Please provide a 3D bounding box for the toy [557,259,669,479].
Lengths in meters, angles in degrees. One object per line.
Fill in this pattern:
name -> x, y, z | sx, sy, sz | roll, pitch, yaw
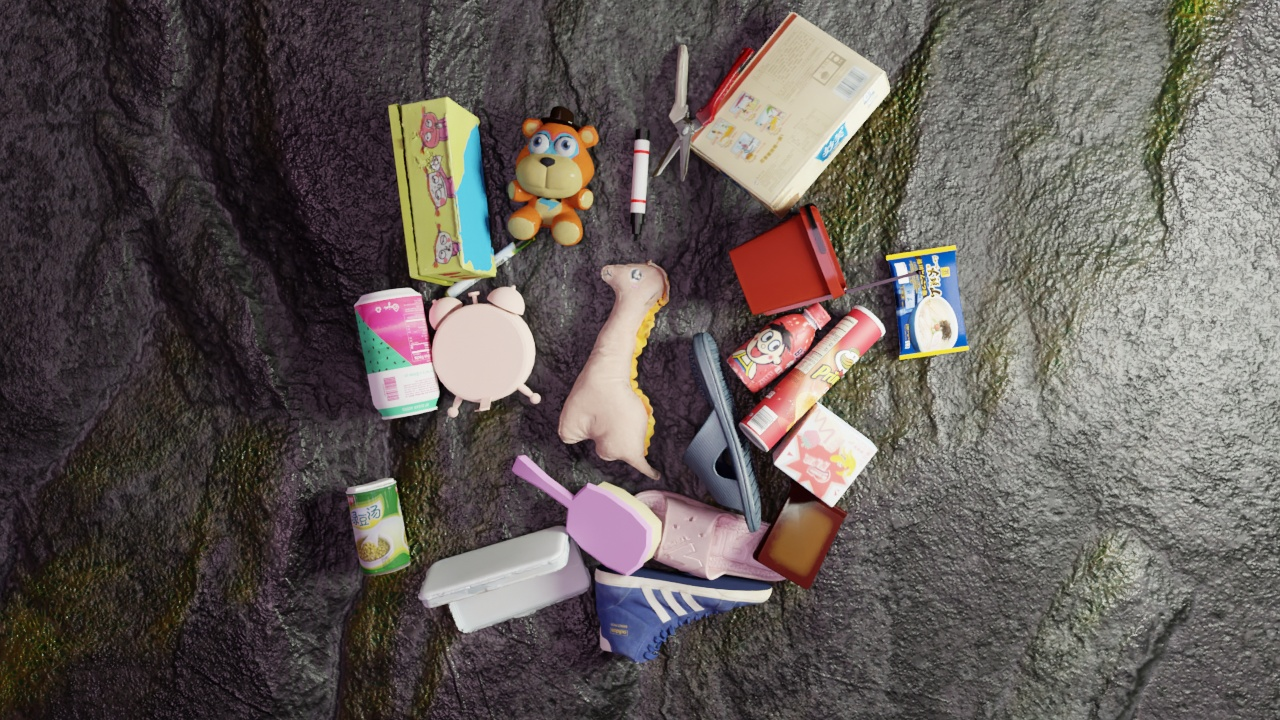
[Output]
toy -> -0.007, 0.007, 1.210 | 0.196, 0.065, 0.264 | 27, 90, -4

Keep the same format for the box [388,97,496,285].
box -> -0.252, -0.212, 1.181 | 0.083, 0.124, 0.221 | -5, 91, 12

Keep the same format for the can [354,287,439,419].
can -> -0.324, -0.010, 1.227 | 0.088, 0.088, 0.166 | -10, 92, 7

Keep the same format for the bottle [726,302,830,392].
bottle -> 0.181, -0.022, 1.179 | 0.138, 0.062, 0.062 | -40, 88, 8

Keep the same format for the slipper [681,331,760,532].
slipper -> 0.091, 0.097, 1.186 | 0.083, 0.101, 0.263 | -17, 86, 15

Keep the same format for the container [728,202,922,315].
container -> 0.224, -0.130, 1.124 | 0.201, 0.148, 0.127 | -20, 92, 17

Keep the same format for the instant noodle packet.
instant noodle packet -> 0.366, -0.074, 1.171 | 0.087, 0.026, 0.134 | -8, 93, 4

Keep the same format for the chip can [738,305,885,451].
chip can -> 0.216, 0.023, 1.157 | 0.214, 0.052, 0.052 | -45, 88, -6

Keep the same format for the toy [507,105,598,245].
toy -> -0.113, -0.239, 1.191 | 0.112, 0.096, 0.176 | 7, 83, 7

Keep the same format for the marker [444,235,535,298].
marker -> -0.204, -0.129, 1.242 | 0.146, 0.017, 0.017 | -34, 89, 8

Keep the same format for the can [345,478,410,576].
can -> -0.359, 0.227, 1.258 | 0.067, 0.067, 0.121 | -10, 92, 7

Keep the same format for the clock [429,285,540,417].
clock -> -0.211, -0.013, 1.221 | 0.131, 0.086, 0.160 | -9, 86, 7

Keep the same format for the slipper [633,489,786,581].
slipper -> 0.092, 0.240, 1.206 | 0.239, 0.064, 0.094 | 14, 95, 4

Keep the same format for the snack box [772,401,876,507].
snack box -> 0.233, 0.118, 1.172 | 0.093, 0.079, 0.095 | 37, 97, 4

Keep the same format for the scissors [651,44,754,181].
scissors -> 0.069, -0.326, 1.159 | 0.197, 0.015, 0.179 | -36, 58, 17

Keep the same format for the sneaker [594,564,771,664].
sneaker -> 0.050, 0.343, 1.203 | 0.233, 0.091, 0.118 | 5, 90, 7

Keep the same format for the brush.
brush -> -0.075, 0.193, 1.224 | 0.229, 0.043, 0.089 | 32, 108, 23

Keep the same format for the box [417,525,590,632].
box -> -0.181, 0.296, 1.223 | 0.211, 0.105, 0.130 | -23, 94, 8

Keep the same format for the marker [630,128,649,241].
marker -> -0.002, -0.230, 1.208 | 0.019, 0.019, 0.145 | 4, 94, 7

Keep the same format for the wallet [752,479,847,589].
wallet -> 0.207, 0.226, 1.193 | 0.091, 0.018, 0.115 | 32, 82, -14

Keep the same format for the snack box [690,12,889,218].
snack box -> 0.180, -0.303, 1.140 | 0.153, 0.055, 0.207 | 43, 98, 23
